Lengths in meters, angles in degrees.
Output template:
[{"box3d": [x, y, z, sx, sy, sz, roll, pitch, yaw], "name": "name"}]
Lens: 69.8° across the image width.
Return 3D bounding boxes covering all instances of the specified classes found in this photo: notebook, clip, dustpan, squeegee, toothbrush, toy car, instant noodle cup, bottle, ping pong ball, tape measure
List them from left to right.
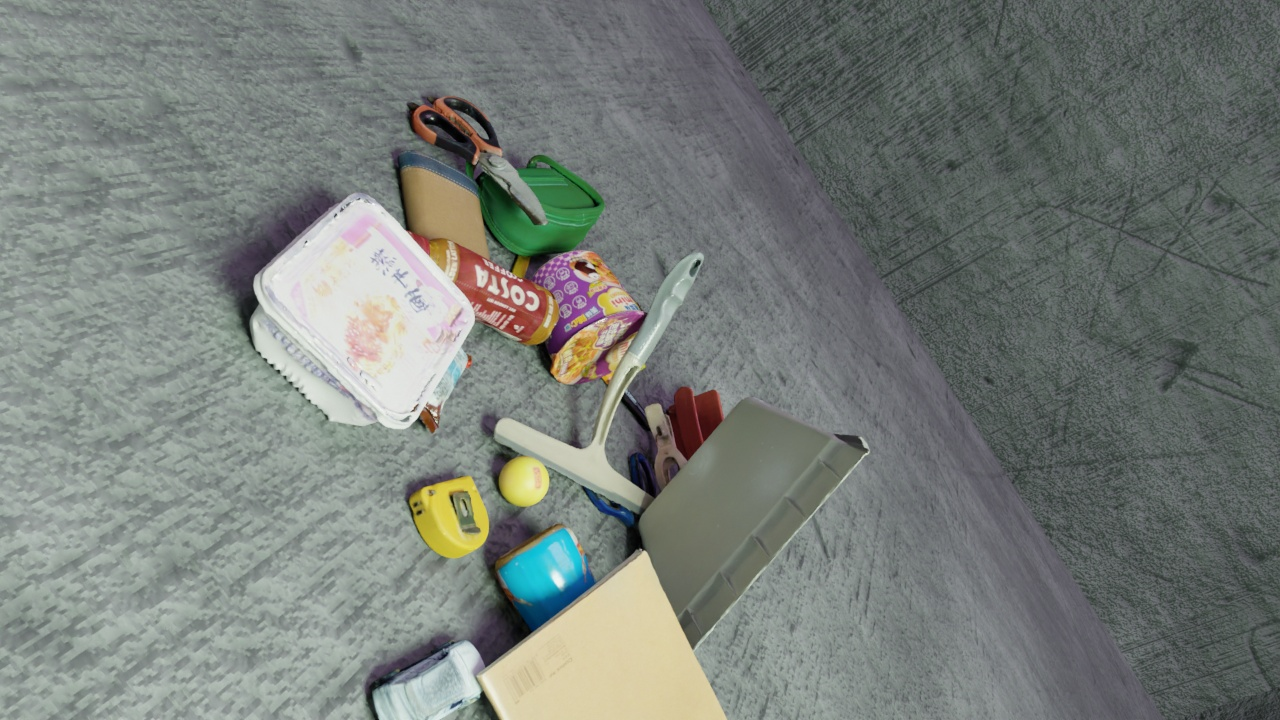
[{"box3d": [-0.203, -0.030, 0.658, 0.138, 0.060, 0.173, 49, 25, -19], "name": "instant noodle cup"}, {"box3d": [-0.126, 0.201, 0.566, 0.043, 0.034, 0.090, 60, 22, 11], "name": "toy car"}, {"box3d": [-0.133, 0.112, 0.661, 0.060, 0.029, 0.057, -5, 67, -63], "name": "tape measure"}, {"box3d": [-0.147, -0.064, 0.805, 0.174, 0.058, 0.057, 25, 40, -50], "name": "bottle"}, {"box3d": [-0.094, 0.097, 0.738, 0.040, 0.040, 0.040, 43, 29, -30], "name": "ping pong ball"}, {"box3d": [-0.117, -0.126, 0.984, 0.015, 0.017, 0.189, 45, 27, -23], "name": "toothbrush"}, {"box3d": [-0.056, -0.048, 0.909, 0.111, 0.112, 0.099, 13, 42, -57], "name": "instant noodle cup"}, {"box3d": [-0.030, 0.229, 0.675, 0.218, 0.065, 0.065, 60, 24, 4], "name": "bottle"}, {"box3d": [-0.006, 0.261, 0.631, 0.149, 0.012, 0.211, -31, 98, -36], "name": "notebook"}, {"box3d": [-0.005, 0.005, 0.855, 0.246, 0.039, 0.246, 35, 76, -42], "name": "squeegee"}, {"box3d": [0.029, 0.097, 0.963, 0.076, 0.035, 0.100, 52, 18, -66], "name": "clip"}, {"box3d": [0.113, 0.149, 0.819, 0.142, 0.223, 0.257, 39, 4, -23], "name": "dustpan"}]

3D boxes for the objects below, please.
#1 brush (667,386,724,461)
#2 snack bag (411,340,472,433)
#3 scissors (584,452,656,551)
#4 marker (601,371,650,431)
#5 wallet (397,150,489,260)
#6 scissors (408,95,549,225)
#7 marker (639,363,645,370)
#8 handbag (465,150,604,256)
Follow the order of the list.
[{"box3d": [0.068, 0.100, 1.015, 0.069, 0.063, 0.145, 48, 25, -49], "name": "brush"}, {"box3d": [-0.160, 0.012, 0.729, 0.045, 0.026, 0.105, 57, 24, -24], "name": "snack bag"}, {"box3d": [-0.002, 0.153, 0.883, 0.176, 0.012, 0.162, 49, 27, -25], "name": "scissors"}, {"box3d": [-0.023, 0.029, 0.984, 0.124, 0.015, 0.018, 52, 32, -19], "name": "marker"}, {"box3d": [-0.181, -0.134, 0.856, 0.090, 0.033, 0.115, 21, 44, -49], "name": "wallet"}, {"box3d": [-0.161, -0.194, 0.891, 0.177, 0.015, 0.209, 10, 42, -11], "name": "scissors"}, {"box3d": [-0.024, -0.041, 1.066, 0.018, 0.015, 0.124, 16, 44, -57], "name": "marker"}, {"box3d": [-0.111, -0.172, 0.963, 0.120, 0.068, 0.131, 51, 33, 13], "name": "handbag"}]
